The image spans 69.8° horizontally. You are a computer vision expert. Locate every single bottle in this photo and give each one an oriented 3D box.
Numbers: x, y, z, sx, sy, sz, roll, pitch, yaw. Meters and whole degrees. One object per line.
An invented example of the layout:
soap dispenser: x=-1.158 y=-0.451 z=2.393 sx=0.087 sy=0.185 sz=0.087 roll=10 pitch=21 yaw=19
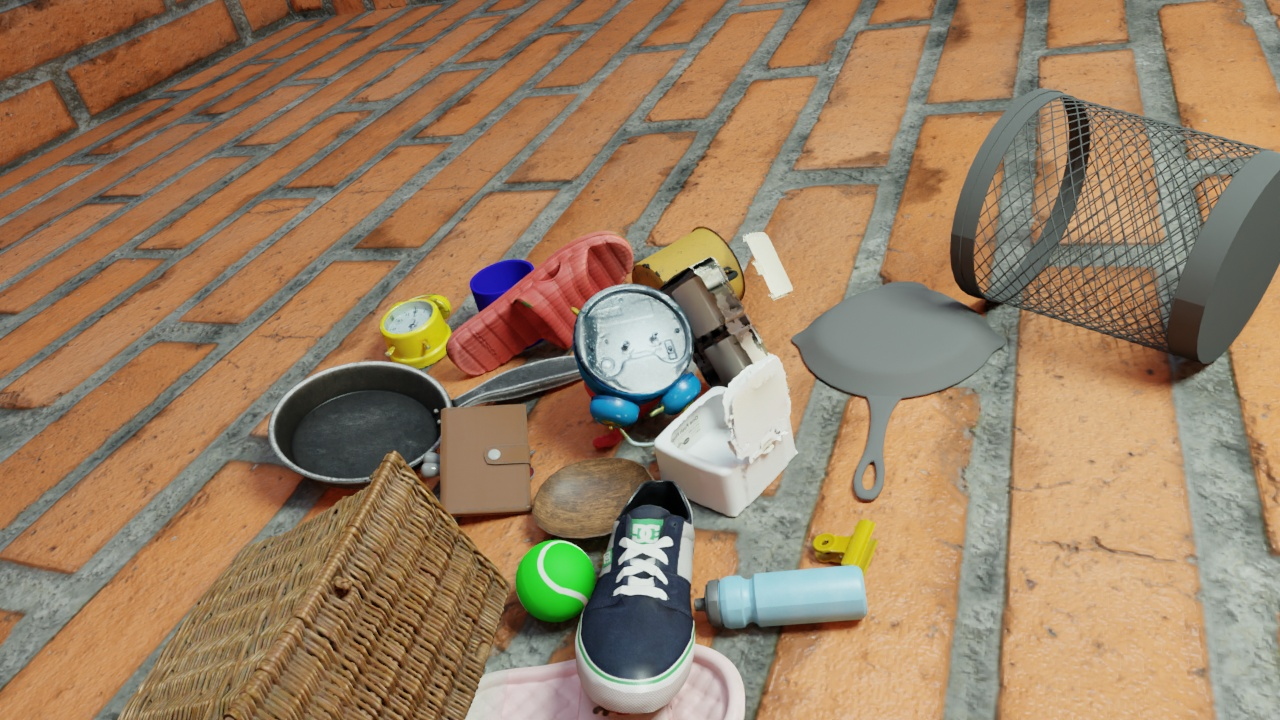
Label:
bottle: x=0.106 y=0.182 z=0.704 sx=0.130 sy=0.040 sz=0.040 roll=-7 pitch=35 yaw=10

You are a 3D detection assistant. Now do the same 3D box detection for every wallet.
wallet: x=-0.151 y=0.095 z=0.895 sx=0.087 sy=0.013 sz=0.120 roll=-2 pitch=54 yaw=-8

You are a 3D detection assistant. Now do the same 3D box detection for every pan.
pan: x=0.247 y=0.008 z=0.917 sx=0.217 sy=0.024 sz=0.353 roll=1 pitch=37 yaw=22
pan: x=-0.215 y=0.050 z=0.998 sx=0.356 sy=0.055 sz=0.187 roll=-10 pitch=42 yaw=-18

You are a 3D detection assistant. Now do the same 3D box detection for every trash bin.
trash bin: x=0.459 y=-0.126 z=0.873 sx=0.217 sy=0.218 sz=0.227 roll=-34 pitch=43 yaw=-27

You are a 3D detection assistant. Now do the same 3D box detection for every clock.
clock: x=-0.279 y=-0.042 z=1.146 sx=0.083 sy=0.057 sz=0.118 roll=-10 pitch=41 yaw=7
clock: x=-0.005 y=0.005 z=0.890 sx=0.116 sy=0.060 sz=0.161 roll=-11 pitch=71 yaw=-14

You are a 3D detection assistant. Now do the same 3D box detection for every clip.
clip: x=0.166 y=0.156 z=0.743 sx=0.049 sy=0.044 sz=0.054 roll=-41 pitch=10 yaw=47

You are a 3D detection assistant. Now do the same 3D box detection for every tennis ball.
tennis ball: x=-0.069 y=0.180 z=0.748 sx=0.065 sy=0.065 sz=0.065 roll=-10 pitch=34 yaw=6

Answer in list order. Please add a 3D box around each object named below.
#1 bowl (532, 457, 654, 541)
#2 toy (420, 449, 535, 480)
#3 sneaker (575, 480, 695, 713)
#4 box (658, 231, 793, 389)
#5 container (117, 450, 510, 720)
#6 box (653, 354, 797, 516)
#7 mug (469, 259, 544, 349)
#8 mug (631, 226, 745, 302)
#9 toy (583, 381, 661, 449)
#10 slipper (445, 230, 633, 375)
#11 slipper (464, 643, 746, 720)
bowl: x=-0.041 y=0.133 z=0.840 sx=0.114 sy=0.026 sz=0.101 roll=-5 pitch=36 yaw=13
toy: x=-0.161 y=0.105 z=0.915 sx=0.111 sy=0.030 sz=0.049 roll=2 pitch=34 yaw=-5
sneaker: x=0.001 y=0.160 z=0.678 sx=0.084 sy=0.079 sz=0.234 roll=3 pitch=19 yaw=6
box: x=0.107 y=-0.042 z=0.873 sx=0.070 sy=0.143 sz=0.187 roll=-30 pitch=1 yaw=-24
container: x=-0.236 y=0.222 z=0.645 sx=0.183 sy=0.162 sz=0.249 roll=-21 pitch=27 yaw=24
box: x=0.078 y=0.052 z=0.817 sx=0.121 sy=0.137 sz=0.108 roll=19 pitch=48 yaw=40
mug: x=-0.167 y=-0.072 z=1.127 sx=0.079 sy=0.084 sz=0.111 roll=-32 pitch=38 yaw=-25
mug: x=0.058 y=-0.088 z=1.048 sx=0.094 sy=0.100 sz=0.124 roll=-31 pitch=18 yaw=-21
toy: x=-0.018 y=0.036 z=0.958 sx=0.088 sy=0.094 sz=0.132 roll=10 pitch=65 yaw=-4
slipper: x=-0.107 y=-0.051 z=1.046 sx=0.249 sy=0.103 sz=0.059 roll=-35 pitch=52 yaw=6
slipper: x=-0.035 y=0.244 z=0.654 sx=0.222 sy=0.056 sz=0.106 roll=-9 pitch=33 yaw=10
